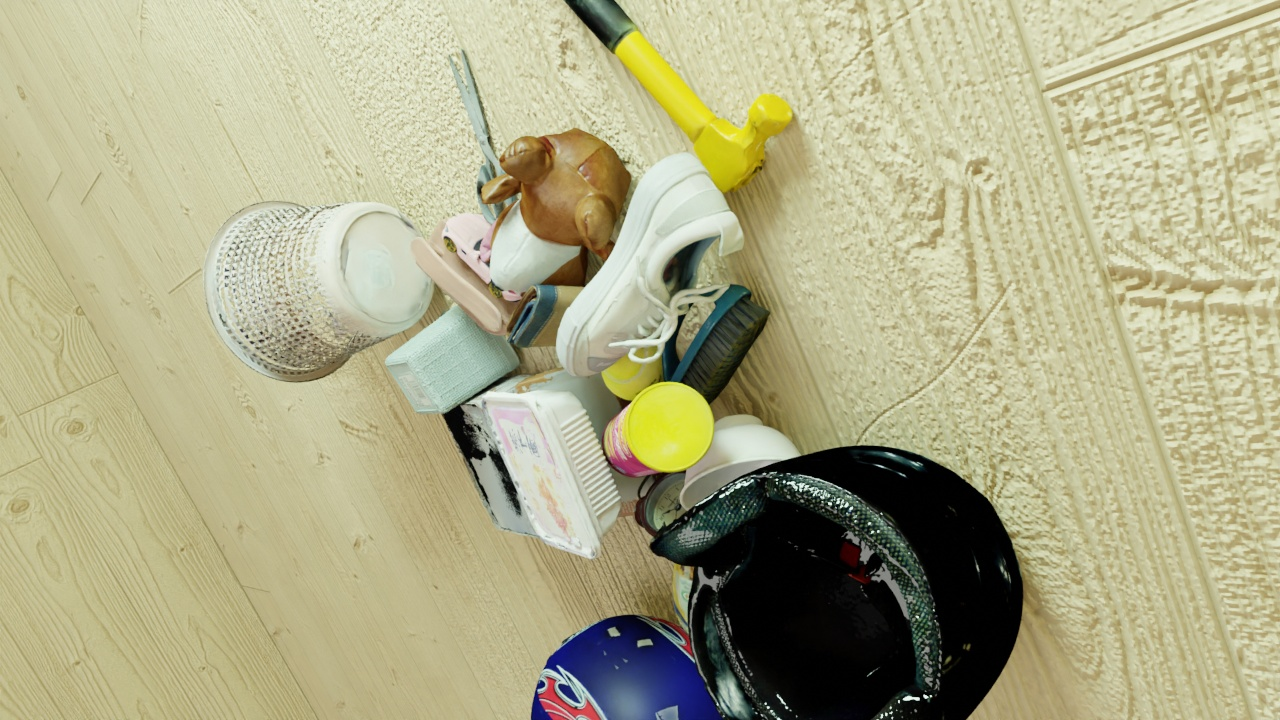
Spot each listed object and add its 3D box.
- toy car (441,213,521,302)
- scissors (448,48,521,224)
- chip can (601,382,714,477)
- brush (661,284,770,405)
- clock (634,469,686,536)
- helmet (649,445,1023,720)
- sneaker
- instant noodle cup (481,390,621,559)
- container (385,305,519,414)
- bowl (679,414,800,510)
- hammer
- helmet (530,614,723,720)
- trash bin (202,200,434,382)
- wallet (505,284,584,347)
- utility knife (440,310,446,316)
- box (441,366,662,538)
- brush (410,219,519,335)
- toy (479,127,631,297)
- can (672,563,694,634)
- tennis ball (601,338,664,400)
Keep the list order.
[{"bbox_3d":[-0.153,-0.110,0.951,0.122,0.056,0.037,43,140,13],"label":"toy car"},{"bbox_3d":[-0.159,-0.215,0.920,0.168,0.014,0.157,47,140,13],"label":"scissors"},{"bbox_3d":[0.009,0.067,0.819,0.071,0.071,0.211,55,169,2],"label":"chip can"},{"bbox_3d":[0.055,-0.015,0.793,0.073,0.055,0.144,44,141,15],"label":"brush"},{"bbox_3d":[0.039,0.144,0.897,0.055,0.082,0.122,40,177,-38],"label":"clock"},{"bbox_3d":[0.149,0.189,0.696,0.233,0.229,0.276,56,144,25],"label":"helmet"},{"bbox_3d":[0.009,-0.049,0.746,0.090,0.089,0.243,53,138,18],"label":"sneaker"},{"bbox_3d":[-0.082,0.102,0.913,0.138,0.060,0.173,-1,112,58],"label":"instant noodle cup"},{"bbox_3d":[-0.217,0.001,1.042,0.090,0.111,0.090,-6,118,56],"label":"container"},{"bbox_3d":[0.089,0.087,0.809,0.119,0.118,0.064,123,146,-50],"label":"bowl"},{"bbox_3d":[-0.012,-0.250,0.720,0.300,0.032,0.129,50,141,8],"label":"hammer"},{"bbox_3d":[-0.009,0.402,1.014,0.316,0.246,0.240,18,125,52],"label":"helmet"},{"bbox_3d":[-0.360,-0.095,1.082,0.193,0.226,0.227,-8,110,36],"label":"trash bin"},{"bbox_3d":[-0.060,-0.039,0.856,0.090,0.115,0.033,-47,51,51],"label":"wallet"},{"bbox_3d":[-0.261,-0.021,1.169,0.029,0.012,0.152,55,145,7],"label":"utility knife"},{"bbox_3d":[-0.101,0.099,1.023,0.261,0.105,0.179,-6,111,55],"label":"box"},{"bbox_3d":[-0.180,-0.081,0.979,0.145,0.073,0.063,45,113,14],"label":"brush"},{"bbox_3d":[-0.085,-0.114,0.833,0.140,0.130,0.200,44,151,0],"label":"toy"},{"bbox_3d":[0.075,0.230,0.950,0.075,0.049,0.148,28,134,32],"label":"can"},{"bbox_3d":[-0.005,0.005,0.865,0.065,0.065,0.066,27,134,33],"label":"tennis ball"}]
